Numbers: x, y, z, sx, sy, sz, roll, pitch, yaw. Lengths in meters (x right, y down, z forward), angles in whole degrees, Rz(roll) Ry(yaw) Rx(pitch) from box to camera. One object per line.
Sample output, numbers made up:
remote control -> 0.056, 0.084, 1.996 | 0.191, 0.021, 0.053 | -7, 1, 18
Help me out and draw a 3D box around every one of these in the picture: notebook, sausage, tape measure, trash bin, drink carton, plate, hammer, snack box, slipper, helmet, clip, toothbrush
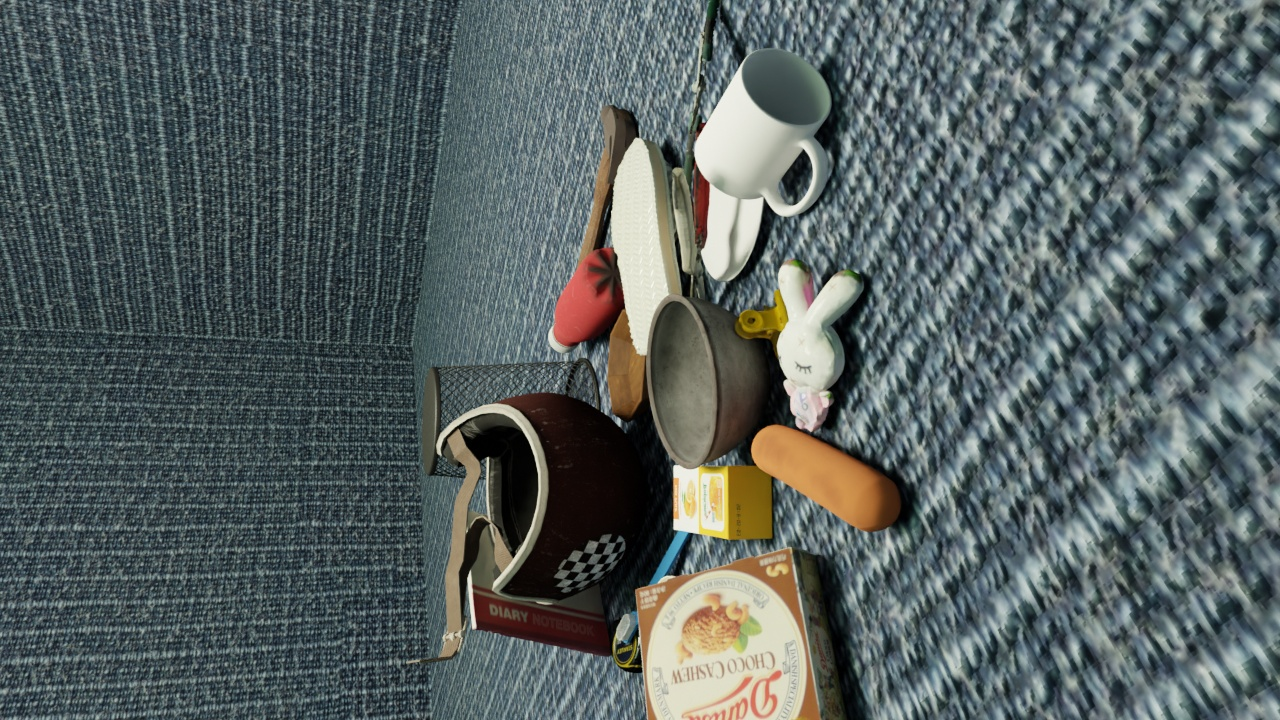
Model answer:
notebook -> -0.122, 0.268, 1.096 | 0.012, 0.208, 0.153 | -39, 46, 27
sausage -> 0.122, 0.077, 0.638 | 0.039, 0.044, 0.164 | -52, 21, -4
tape measure -> -0.003, 0.301, 0.977 | 0.062, 0.034, 0.061 | -33, 49, 50
trash bin -> -0.182, 0.084, 1.246 | 0.184, 0.210, 0.184 | -178, 91, -71
drink carton -> 0.067, 0.120, 0.792 | 0.123, 0.040, 0.058 | 163, 109, -69
plate -> 0.083, -0.137, 0.820 | 0.135, 0.011, 0.134 | -178, 90, -71
hammer -> -0.059, -0.172, 1.201 | 0.115, 0.033, 0.324 | -107, 26, -47
snack box -> 0.070, 0.225, 0.669 | 0.143, 0.041, 0.146 | -23, 60, 31
slipper -> 0.013, -0.121, 0.953 | 0.115, 0.054, 0.272 | 120, 151, -46
helmet -> -0.116, 0.156, 0.988 | 0.234, 0.253, 0.233 | -46, 55, 25
plate -> -0.006, 0.007, 1.035 | 0.131, 0.025, 0.131 | -178, 90, -71
clip -> 0.100, -0.027, 0.720 | 0.046, 0.048, 0.054 | 46, -150, -57
toothbrush -> 0.013, 0.224, 0.927 | 0.167, 0.014, 0.016 | -65, 32, 25

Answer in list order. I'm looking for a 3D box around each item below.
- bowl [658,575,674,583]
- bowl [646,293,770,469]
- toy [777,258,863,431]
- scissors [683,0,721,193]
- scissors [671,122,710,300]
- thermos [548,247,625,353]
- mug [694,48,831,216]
bowl -> 0.054, 0.242, 0.782 | 0.115, 0.062, 0.115 | -178, 90, -70
bowl -> 0.061, 0.015, 0.768 | 0.145, 0.067, 0.145 | 174, 90, -70
toy -> 0.122, -0.010, 0.658 | 0.079, 0.038, 0.123 | 17, 108, 62
scissors -> 0.058, -0.260, 0.856 | 0.202, 0.015, 0.204 | 93, -172, -66
scissors -> 0.046, -0.112, 0.788 | 0.179, 0.015, 0.198 | 20, -104, -76
thermos -> -0.069, -0.063, 1.151 | 0.240, 0.073, 0.073 | 137, 132, -64
mug -> 0.102, -0.165, 0.702 | 0.110, 0.073, 0.091 | 59, 151, 13
